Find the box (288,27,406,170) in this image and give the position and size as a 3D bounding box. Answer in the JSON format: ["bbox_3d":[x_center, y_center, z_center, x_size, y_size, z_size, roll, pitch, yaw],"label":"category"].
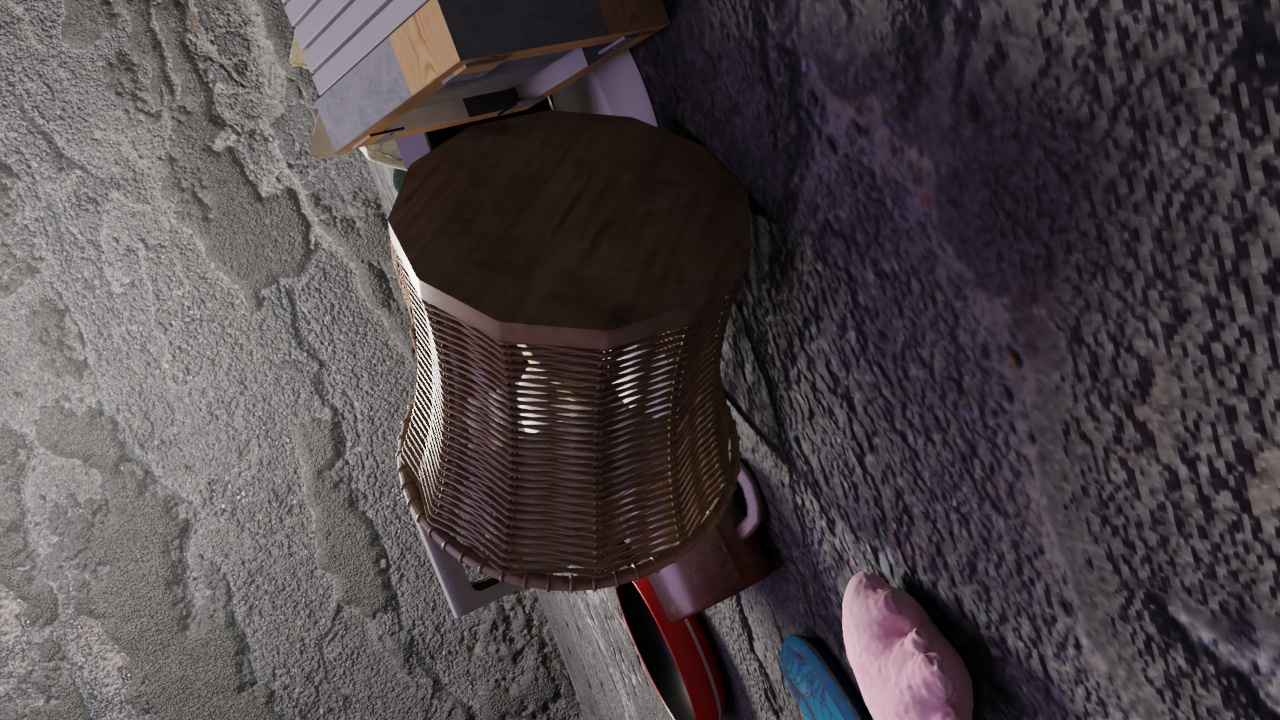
[{"bbox_3d":[-0.230,-0.247,0.847,0.066,0.185,0.146,35,118,28],"label":"box"}]

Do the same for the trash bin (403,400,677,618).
[{"bbox_3d":[-0.084,0.125,0.830,0.114,0.228,0.115,67,165,4],"label":"trash bin"}]

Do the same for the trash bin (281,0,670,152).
[{"bbox_3d":[-0.119,-0.264,0.493,0.143,0.142,0.247,-10,103,49],"label":"trash bin"}]

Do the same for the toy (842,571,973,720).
[{"bbox_3d":[0.140,0.163,0.474,0.093,0.050,0.102,146,105,-77],"label":"toy"}]

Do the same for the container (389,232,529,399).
[{"bbox_3d":[-0.228,-0.079,1.175,0.250,0.162,0.183,107,142,-65],"label":"container"}]

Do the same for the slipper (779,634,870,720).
[{"bbox_3d":[0.162,0.323,0.610,0.294,0.060,0.118,58,165,32],"label":"slipper"}]

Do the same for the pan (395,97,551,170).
[{"bbox_3d":[-0.134,-0.229,0.646,0.224,0.034,0.356,-62,-44,-62],"label":"pan"}]

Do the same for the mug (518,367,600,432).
[{"bbox_3d":[-0.069,0.047,0.952,0.116,0.094,0.068,22,146,14],"label":"mug"}]

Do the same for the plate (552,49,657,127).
[{"bbox_3d":[-0.031,-0.163,0.656,0.188,0.016,0.189,58,162,31],"label":"plate"}]

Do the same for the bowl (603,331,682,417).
[{"bbox_3d":[-0.004,0.004,0.753,0.110,0.040,0.110,58,162,31],"label":"bowl"}]

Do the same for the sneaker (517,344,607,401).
[{"bbox_3d":[-0.090,-0.027,0.898,0.102,0.088,0.241,96,153,-44],"label":"sneaker"}]

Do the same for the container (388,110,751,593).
[{"bbox_3d":[-0.040,-0.013,0.546,0.226,0.226,0.197,56,154,37],"label":"container"}]

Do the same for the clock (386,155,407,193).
[{"bbox_3d":[-0.212,-0.231,0.981,0.158,0.121,0.073,106,144,-57],"label":"clock"}]

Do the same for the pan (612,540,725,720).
[{"bbox_3d":[0.003,0.254,1.023,0.356,0.067,0.209,70,164,-9],"label":"pan"}]

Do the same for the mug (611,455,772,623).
[{"bbox_3d":[0.049,0.126,0.688,0.123,0.096,0.110,-39,78,42],"label":"mug"}]
